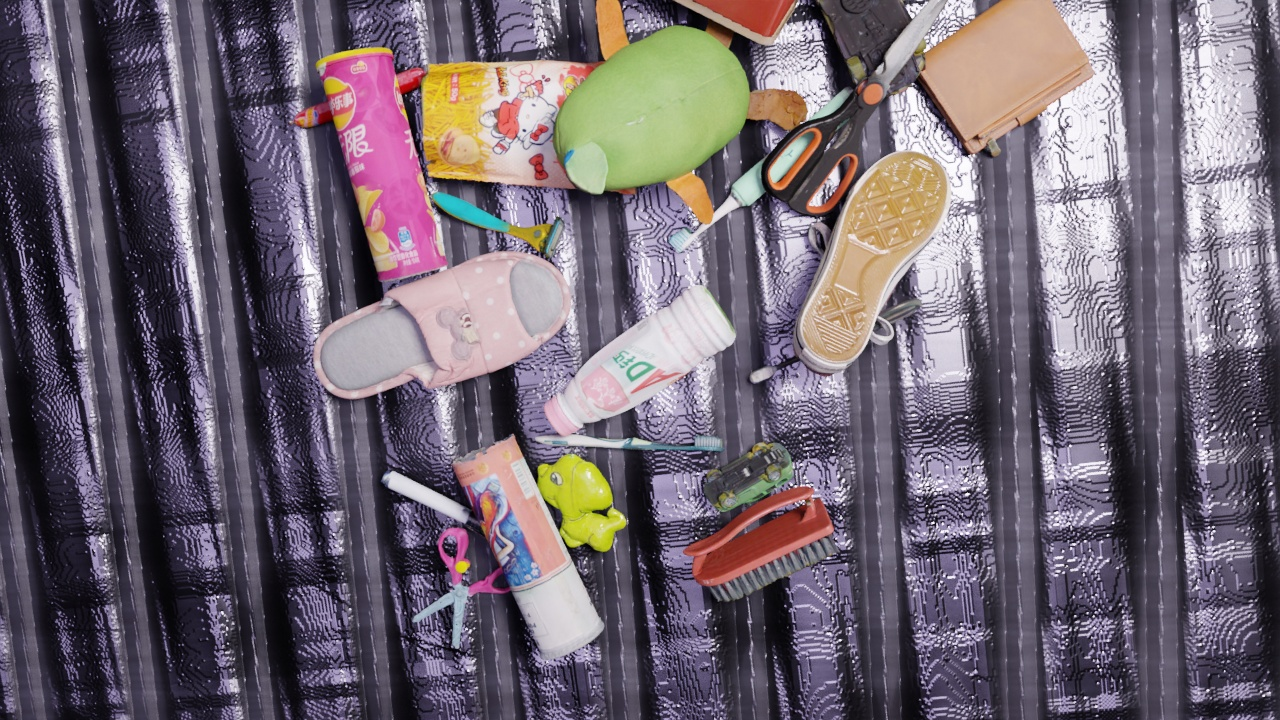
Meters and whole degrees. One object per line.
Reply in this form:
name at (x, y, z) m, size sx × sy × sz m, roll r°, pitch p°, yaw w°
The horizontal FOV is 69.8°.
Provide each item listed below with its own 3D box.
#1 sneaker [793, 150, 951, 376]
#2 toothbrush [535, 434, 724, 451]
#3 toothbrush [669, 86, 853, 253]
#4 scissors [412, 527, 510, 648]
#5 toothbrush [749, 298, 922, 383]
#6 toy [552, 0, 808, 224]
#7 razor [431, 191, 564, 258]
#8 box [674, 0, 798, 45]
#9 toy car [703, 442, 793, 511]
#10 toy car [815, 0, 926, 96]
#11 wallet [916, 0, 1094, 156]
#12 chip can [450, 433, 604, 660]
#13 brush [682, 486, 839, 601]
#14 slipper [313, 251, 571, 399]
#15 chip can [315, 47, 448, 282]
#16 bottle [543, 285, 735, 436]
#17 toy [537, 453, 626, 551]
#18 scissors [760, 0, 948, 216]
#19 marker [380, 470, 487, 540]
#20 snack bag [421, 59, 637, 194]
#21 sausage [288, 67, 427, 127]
sneaker at (0.205, -0.086, 0.851) m, size 0.118 × 0.088 × 0.240 m, roll 29°, pitch 74°, yaw 3°
toothbrush at (-0.011, 0.081, 0.922) m, size 0.192 × 0.016 × 0.018 m, roll 2°, pitch 86°, yaw 5°
toothbrush at (0.119, -0.178, 0.880) m, size 0.225 × 0.026 × 0.027 m, roll -40°, pitch 99°, yaw 8°
scissors at (-0.178, 0.239, 0.954) m, size 0.125 × 0.017 × 0.133 m, roll 6°, pitch 100°, yaw 2°
toothbrush at (0.189, -0.019, 0.894) m, size 0.181 × 0.018 × 0.015 m, roll -25°, pitch 85°, yaw 6°
toy at (0.023, -0.232, 0.838) m, size 0.246 × 0.090 × 0.227 m, roll -30°, pitch 96°, yaw -18°
razor at (-0.143, -0.139, 0.907) m, size 0.132 × 0.028 × 0.043 m, roll 19°, pitch 73°, yaw 0°
box at (0.069, -0.370, 0.823) m, size 0.168 × 0.080 × 0.091 m, roll 28°, pitch 56°, yaw 2°
toy car at (0.106, 0.116, 0.899) m, size 0.091 × 0.043 × 0.036 m, roll -27°, pitch 129°, yaw 1°
toy car at (0.208, -0.319, 0.847) m, size 0.070 × 0.042 × 0.158 m, roll -24°, pitch 83°, yaw 14°
wallet at (0.337, -0.264, 0.846) m, size 0.131 × 0.035 × 0.119 m, roll -33°, pitch 92°, yaw 9°
chip can at (-0.112, 0.183, 0.912) m, size 0.071 × 0.071 × 0.214 m, roll -24°, pitch 93°, yaw 7°
brush at (0.115, 0.178, 0.896) m, size 0.146 × 0.063 × 0.069 m, roll -28°, pitch 104°, yaw 9°
slipper at (-0.201, -0.031, 0.909) m, size 0.274 × 0.054 × 0.114 m, roll -17°, pitch 93°, yaw 7°
chip can at (-0.245, -0.184, 0.880) m, size 0.071 × 0.071 × 0.210 m, roll -12°, pitch 101°, yaw 6°
bottle at (-0.005, 0.005, 0.891) m, size 0.197 × 0.068 × 0.068 m, roll -33°, pitch 91°, yaw 11°
toy at (-0.059, 0.141, 0.923) m, size 0.097 × 0.031 × 0.100 m, roll 6°, pitch 103°, yaw 17°
scissors at (0.210, -0.227, 0.838) m, size 0.235 × 0.021 × 0.136 m, roll -35°, pitch 124°, yaw 12°
marker at (-0.207, 0.149, 0.945) m, size 0.131 × 0.018 × 0.022 m, roll 25°, pitch 79°, yaw 2°
snack bag at (-0.102, -0.228, 0.884) m, size 0.208 × 0.073 × 0.128 m, roll 2°, pitch 95°, yaw -2°
sausage at (-0.279, -0.260, 0.914) m, size 0.156 × 0.020 × 0.020 m, roll -18°, pitch 93°, yaw 7°
